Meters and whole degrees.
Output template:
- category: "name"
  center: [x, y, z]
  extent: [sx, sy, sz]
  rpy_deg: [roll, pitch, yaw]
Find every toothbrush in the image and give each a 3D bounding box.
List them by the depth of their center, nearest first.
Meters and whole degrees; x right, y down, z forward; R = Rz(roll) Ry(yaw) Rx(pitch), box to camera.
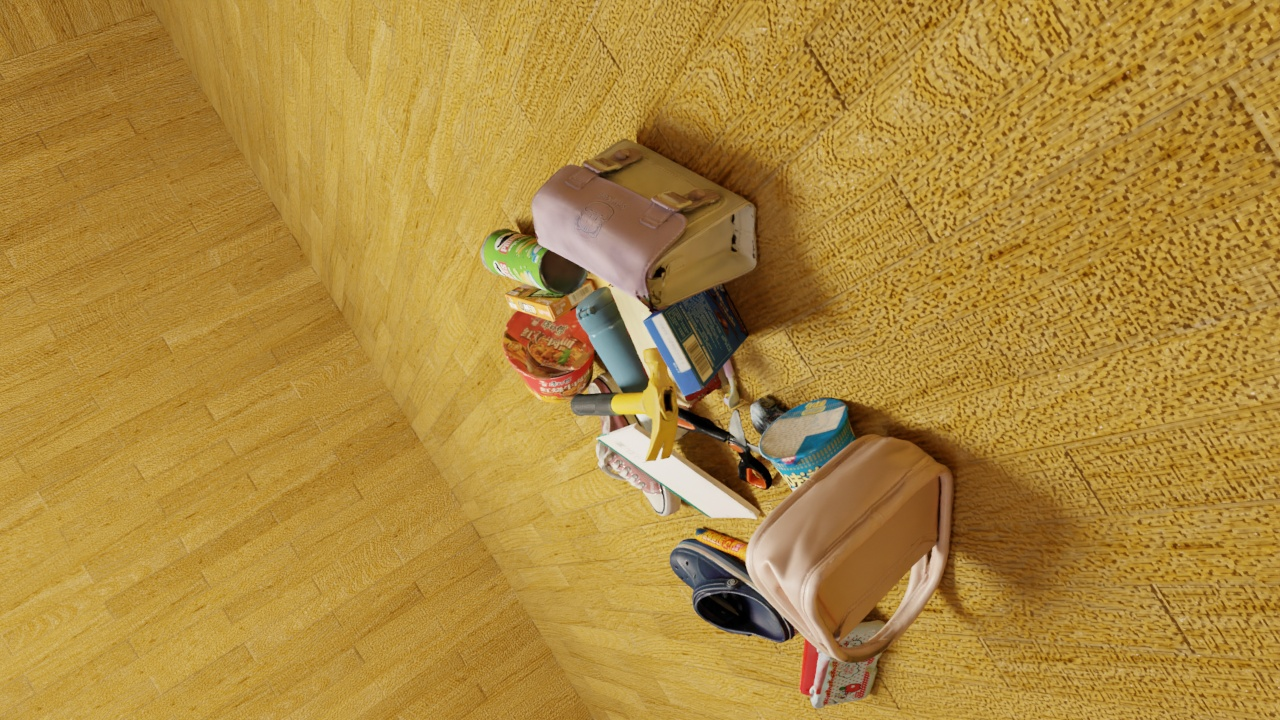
- category: "toothbrush"
  center: [0.085, -0.029, 1.048]
  extent: [0.020, 0.029, 0.190]
  rpy_deg: [-8, 119, 19]

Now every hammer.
- category: "hammer"
  center: [-0.026, 0.055, 1.142]
  extent: [0.301, 0.032, 0.129]
  rpy_deg: [173, 90, -67]

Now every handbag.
- category: "handbag"
  center: [0.218, 0.203, 0.879]
  extent: [0.093, 0.193, 0.234]
  rpy_deg: [31, 155, 51]
- category: "handbag"
  center: [0.000, -0.139, 0.926]
  extent: [0.197, 0.144, 0.098]
  rpy_deg: [36, 151, 40]

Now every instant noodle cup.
- category: "instant noodle cup"
  center: [0.188, 0.111, 0.934]
  extent: [0.110, 0.099, 0.099]
  rpy_deg: [59, 158, -20]
- category: "instant noodle cup"
  center: [-0.129, -0.009, 1.366]
  extent: [0.138, 0.137, 0.109]
  rpy_deg: [47, 163, 24]

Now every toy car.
- category: "toy car"
  center: [0.161, 0.081, 1.017]
  extent: [0.105, 0.031, 0.049]
  rpy_deg: [33, 148, 42]

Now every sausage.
- category: "sausage"
  center: [0.122, 0.265, 1.330]
  extent: [0.165, 0.021, 0.021]
  rpy_deg: [4, 122, 62]

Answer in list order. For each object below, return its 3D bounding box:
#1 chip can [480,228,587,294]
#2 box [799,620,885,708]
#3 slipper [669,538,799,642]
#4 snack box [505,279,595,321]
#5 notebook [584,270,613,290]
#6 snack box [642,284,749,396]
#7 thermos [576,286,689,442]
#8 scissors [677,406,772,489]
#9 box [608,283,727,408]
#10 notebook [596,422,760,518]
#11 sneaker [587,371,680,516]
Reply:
- category: "chip can"
  center: [-0.153, -0.142, 1.295]
  extent: [0.236, 0.072, 0.072]
  rpy_deg: [23, 139, 59]
- category: "box"
  center: [0.254, 0.365, 1.150]
  extent: [0.100, 0.095, 0.202]
  rpy_deg: [7, 138, 13]
- category: "slipper"
  center: [0.126, 0.349, 1.338]
  extent: [0.253, 0.095, 0.105]
  rpy_deg: [18, 132, 51]
- category: "snack box"
  center: [-0.128, -0.092, 1.296]
  extent: [0.154, 0.075, 0.026]
  rpy_deg: [18, 136, 58]
- category: "notebook"
  center: [-0.055, -0.124, 1.220]
  extent: [0.206, 0.010, 0.146]
  rpy_deg: [11, 128, 60]
- category: "snack box"
  center: [0.061, -0.032, 0.939]
  extent: [0.026, 0.156, 0.084]
  rpy_deg: [-24, 99, 31]
- category: "thermos"
  center: [-0.007, 0.007, 1.201]
  extent: [0.220, 0.070, 0.070]
  rpy_deg: [59, 157, -11]
- category: "scissors"
  center: [0.105, 0.093, 1.068]
  extent: [0.221, 0.021, 0.233]
  rpy_deg: [24, 161, 24]
- category: "box"
  center: [0.028, -0.027, 1.091]
  extent: [0.091, 0.077, 0.168]
  rpy_deg: [13, 131, 59]
- category: "notebook"
  center: [0.047, 0.156, 1.248]
  extent: [0.209, 0.012, 0.151]
  rpy_deg: [36, 159, -12]
- category: "sneaker"
  center: [-0.025, 0.138, 1.380]
  extent: [0.241, 0.087, 0.118]
  rpy_deg: [63, 156, -7]
